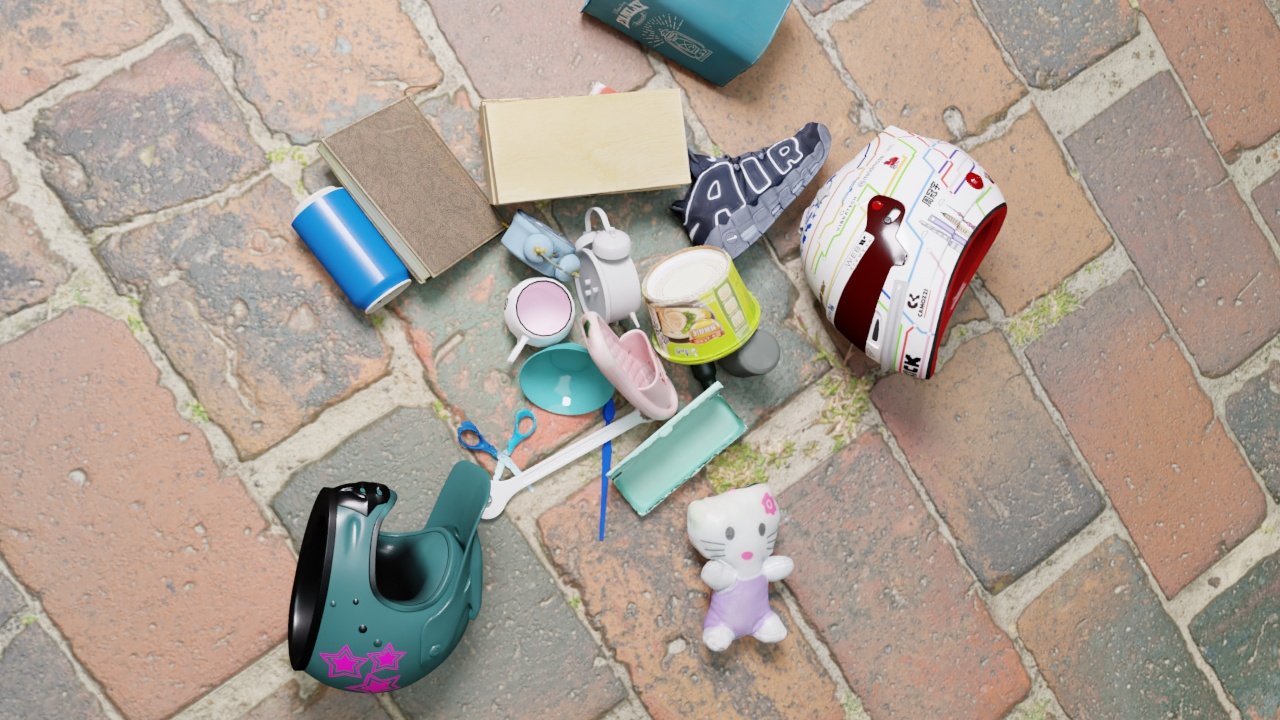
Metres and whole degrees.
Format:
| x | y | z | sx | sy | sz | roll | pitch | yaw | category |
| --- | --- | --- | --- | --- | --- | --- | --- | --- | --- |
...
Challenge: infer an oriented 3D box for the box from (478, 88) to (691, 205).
| x | y | z | sx | sy | sz | roll | pitch | yaw | category |
| --- | --- | --- | --- | --- | --- | --- | --- | --- | --- |
| -0.069 | -0.269 | 1.152 | 0.249 | 0.092 | 0.128 | -8 | 106 | -16 | box |

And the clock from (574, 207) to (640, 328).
| x | y | z | sx | sy | sz | roll | pitch | yaw | category |
| --- | --- | --- | --- | --- | --- | --- | --- | --- | --- |
| -0.049 | -0.116 | 1.176 | 0.061 | 0.120 | 0.159 | -16 | 101 | -20 | clock |

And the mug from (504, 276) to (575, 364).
| x | y | z | sx | sy | sz | roll | pitch | yaw | category |
| --- | --- | --- | --- | --- | --- | --- | --- | --- | --- |
| -0.136 | -0.048 | 1.167 | 0.090 | 0.076 | 0.123 | 32 | 80 | -10 | mug |

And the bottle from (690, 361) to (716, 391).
| x | y | z | sx | sy | sz | roll | pitch | yaw | category |
| --- | --- | --- | --- | --- | --- | --- | --- | --- | --- |
| 0.085 | 0.010 | 1.240 | 0.033 | 0.033 | 0.123 | -21 | 92 | -14 | bottle |

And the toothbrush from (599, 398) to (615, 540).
| x | y | z | sx | sy | sz | roll | pitch | yaw | category |
| --- | --- | --- | --- | --- | --- | --- | --- | --- | --- |
| -0.046 | 0.143 | 1.210 | 0.016 | 0.011 | 0.186 | 4 | 85 | -13 | toothbrush |

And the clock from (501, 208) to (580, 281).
| x | y | z | sx | sy | sz | roll | pitch | yaw | category |
| --- | --- | --- | --- | --- | --- | --- | --- | --- | --- |
| -0.123 | -0.141 | 1.149 | 0.088 | 0.124 | 0.052 | 28 | 100 | -46 | clock |

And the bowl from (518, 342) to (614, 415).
| x | y | z | sx | sy | sz | roll | pitch | yaw | category |
| --- | --- | --- | --- | --- | --- | --- | --- | --- | --- |
| -0.092 | 0.012 | 1.177 | 0.121 | 0.121 | 0.046 | 16 | 43 | -12 | bowl |

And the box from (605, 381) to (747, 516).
| x | y | z | sx | sy | sz | roll | pitch | yaw | category |
| --- | --- | --- | --- | --- | --- | --- | --- | --- | --- |
| 0.049 | 0.115 | 1.185 | 0.187 | 0.113 | 0.078 | -39 | 76 | -6 | box |

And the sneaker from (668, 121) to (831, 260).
| x | y | z | sx | sy | sz | roll | pitch | yaw | category |
| --- | --- | --- | --- | --- | --- | --- | --- | --- | --- |
| 0.135 | -0.252 | 1.241 | 0.151 | 0.097 | 0.252 | 42 | 83 | -5 | sneaker |

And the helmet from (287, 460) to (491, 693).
| x | y | z | sx | sy | sz | roll | pitch | yaw | category |
| --- | --- | --- | --- | --- | --- | --- | --- | --- | --- |
| -0.275 | 0.246 | 1.047 | 0.200 | 0.176 | 0.275 | 9 | 108 | -29 | helmet |

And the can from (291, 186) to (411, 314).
| x | y | z | sx | sy | sz | roll | pitch | yaw | category |
| --- | --- | --- | --- | --- | --- | --- | --- | --- | --- |
| -0.352 | -0.135 | 1.120 | 0.078 | 0.079 | 0.146 | -38 | 95 | -13 | can |

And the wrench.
| x | y | z | sx | sy | sz | roll | pitch | yaw | category |
| --- | --- | --- | --- | --- | --- | --- | --- | --- | --- |
| -0.096 | 0.124 | 1.189 | 0.273 | 0.009 | 0.047 | -28 | 100 | -11 | wrench |

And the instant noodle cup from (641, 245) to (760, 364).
| x | y | z | sx | sy | sz | roll | pitch | yaw | category |
| --- | --- | --- | --- | --- | --- | --- | --- | --- | --- |
| 0.071 | -0.075 | 1.168 | 0.146 | 0.146 | 0.098 | -36 | 127 | -13 | instant noodle cup |

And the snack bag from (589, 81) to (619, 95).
| x | y | z | sx | sy | sz | roll | pitch | yaw | category |
| --- | --- | --- | --- | --- | --- | --- | --- | --- | --- |
| -0.025 | -0.313 | 1.233 | 0.116 | 0.036 | 0.077 | 25 | 81 | -11 | snack bag |

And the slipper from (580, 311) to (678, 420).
| x | y | z | sx | sy | sz | roll | pitch | yaw | category |
| --- | --- | --- | --- | --- | --- | --- | --- | --- | --- |
| -0.007 | 0.007 | 1.138 | 0.056 | 0.221 | 0.106 | -30 | 56 | 14 | slipper |

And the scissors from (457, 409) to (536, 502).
| x | y | z | sx | sy | sz | roll | pitch | yaw | category |
| --- | --- | --- | --- | --- | --- | --- | --- | --- | --- |
| -0.184 | 0.118 | 1.180 | 0.127 | 0.014 | 0.127 | 16 | 88 | -15 | scissors |

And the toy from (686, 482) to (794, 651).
| x | y | z | sx | sy | sz | roll | pitch | yaw | category |
| --- | --- | --- | --- | --- | --- | --- | --- | --- | --- |
| 0.130 | 0.268 | 1.208 | 0.137 | 0.086 | 0.209 | -3 | 89 | -16 | toy |

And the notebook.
| x | y | z | sx | sy | sz | roll | pitch | yaw | category |
| --- | --- | --- | --- | --- | --- | --- | --- | --- | --- |
| -0.268 | -0.228 | 1.154 | 0.215 | 0.035 | 0.189 | 52 | 54 | -6 | notebook |

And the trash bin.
| x | y | z | sx | sy | sz | roll | pitch | yaw | category |
| --- | --- | --- | --- | --- | --- | --- | --- | --- | --- |
| 0.073 | -0.494 | 1.198 | 0.218 | 0.197 | 0.199 | 30 | 81 | -16 | trash bin |

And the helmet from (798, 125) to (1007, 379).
| x | y | z | sx | sy | sz | roll | pitch | yaw | category |
| --- | --- | --- | --- | --- | --- | --- | --- | --- | --- |
| 0.326 | -0.148 | 1.207 | 0.236 | 0.231 | 0.314 | 24 | 75 | 21 | helmet |

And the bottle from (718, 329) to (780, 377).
| x | y | z | sx | sy | sz | roll | pitch | yaw | category |
| --- | --- | --- | --- | --- | --- | --- | --- | --- | --- |
| 0.140 | -0.008 | 1.215 | 0.060 | 0.108 | 0.060 | 1 | 86 | -14 | bottle |
